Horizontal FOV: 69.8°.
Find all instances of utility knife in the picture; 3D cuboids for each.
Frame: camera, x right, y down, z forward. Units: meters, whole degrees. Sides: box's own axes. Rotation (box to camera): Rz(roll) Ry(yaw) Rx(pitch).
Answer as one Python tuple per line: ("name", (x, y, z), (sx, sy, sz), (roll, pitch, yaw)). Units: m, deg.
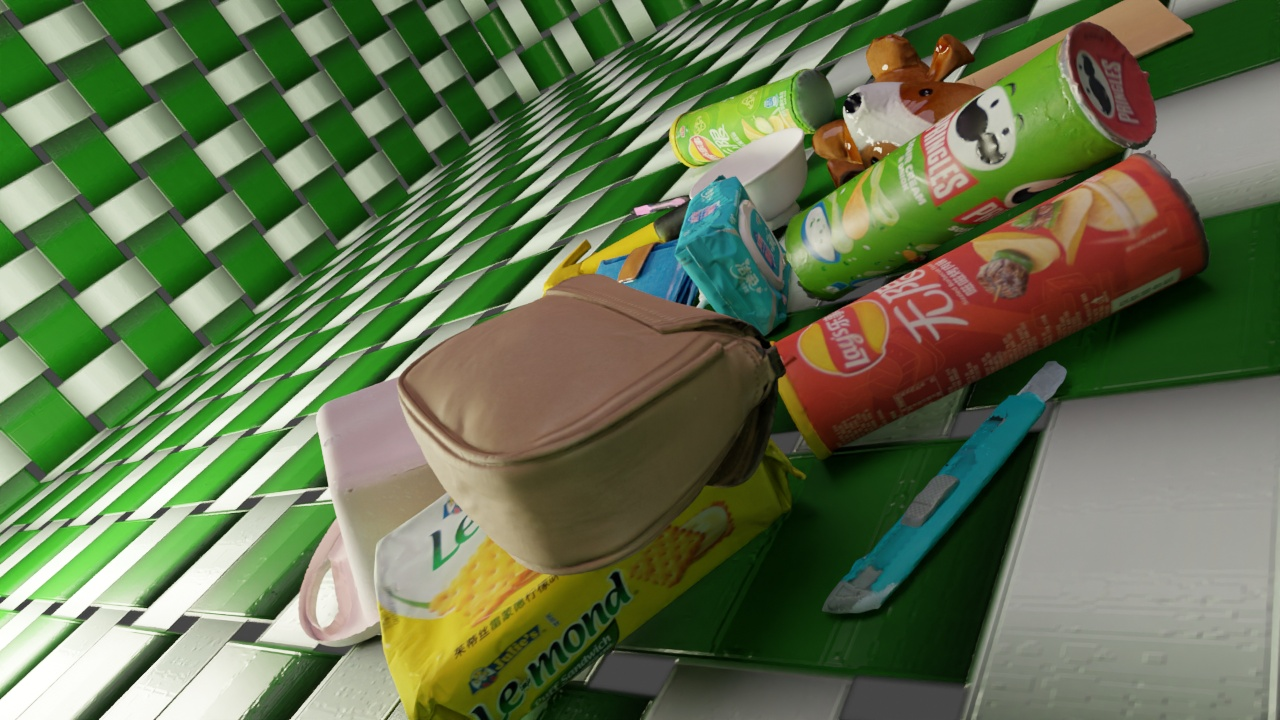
("utility knife", (0.147, 0.055, 0.427), (0.175, 0.013, 0.029), (-42, 25, -20))

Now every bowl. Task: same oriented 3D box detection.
("bowl", (0.113, -0.158, 0.856), (0.118, 0.065, 0.118), (-29, 21, 12))

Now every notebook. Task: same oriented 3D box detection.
("notebook", (0.351, -0.255, 0.805), (0.208, 0.008, 0.147), (-22, 24, 26))

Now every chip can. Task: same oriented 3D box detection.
("chip can", (0.173, -0.025, 0.482), (0.217, 0.073, 0.073), (-28, 22, 13))
("chip can", (0.185, -0.108, 0.565), (0.072, 0.072, 0.237), (-48, 10, -33))
("chip can", (0.130, -0.285, 1.092), (0.222, 0.072, 0.072), (-3, 37, 52))

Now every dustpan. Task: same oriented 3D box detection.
("dustpan", (-0.145, 0.092, 0.705), (0.273, 0.139, 0.222), (-18, 22, -14))

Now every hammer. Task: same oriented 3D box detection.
("hammer", (0.023, -0.140, 0.991), (0.301, 0.033, 0.128), (-26, 24, 19))

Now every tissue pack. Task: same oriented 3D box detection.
("tissue pack", (0.076, -0.083, 0.712), (0.050, 0.093, 0.133), (-28, 22, 23))

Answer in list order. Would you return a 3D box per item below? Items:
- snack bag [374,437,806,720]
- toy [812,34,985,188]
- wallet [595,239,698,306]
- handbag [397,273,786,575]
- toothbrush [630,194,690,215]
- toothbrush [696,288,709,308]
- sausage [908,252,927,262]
("snack bag", (-0.037, 0.097, 0.513), (0.246, 0.068, 0.158), (-35, 26, -7))
("toy", (0.206, -0.179, 0.705), (0.140, 0.130, 0.199), (-61, 21, 26))
("wallet", (-0.003, -0.058, 0.825), (0.133, 0.040, 0.106), (-9, 49, 45))
("handbag", (-0.030, 0.025, 0.451), (0.147, 0.100, 0.205), (-32, 25, -17))
("toothbrush", (0.044, -0.189, 1.091), (0.017, 0.014, 0.190), (-34, 19, -29))
("toothbrush", (0.027, -0.018, 0.665), (0.016, 0.016, 0.179), (-7, 27, 28))
("sausage", (0.165, -0.087, 0.697), (0.020, 0.020, 0.156), (-39, 22, -13))
